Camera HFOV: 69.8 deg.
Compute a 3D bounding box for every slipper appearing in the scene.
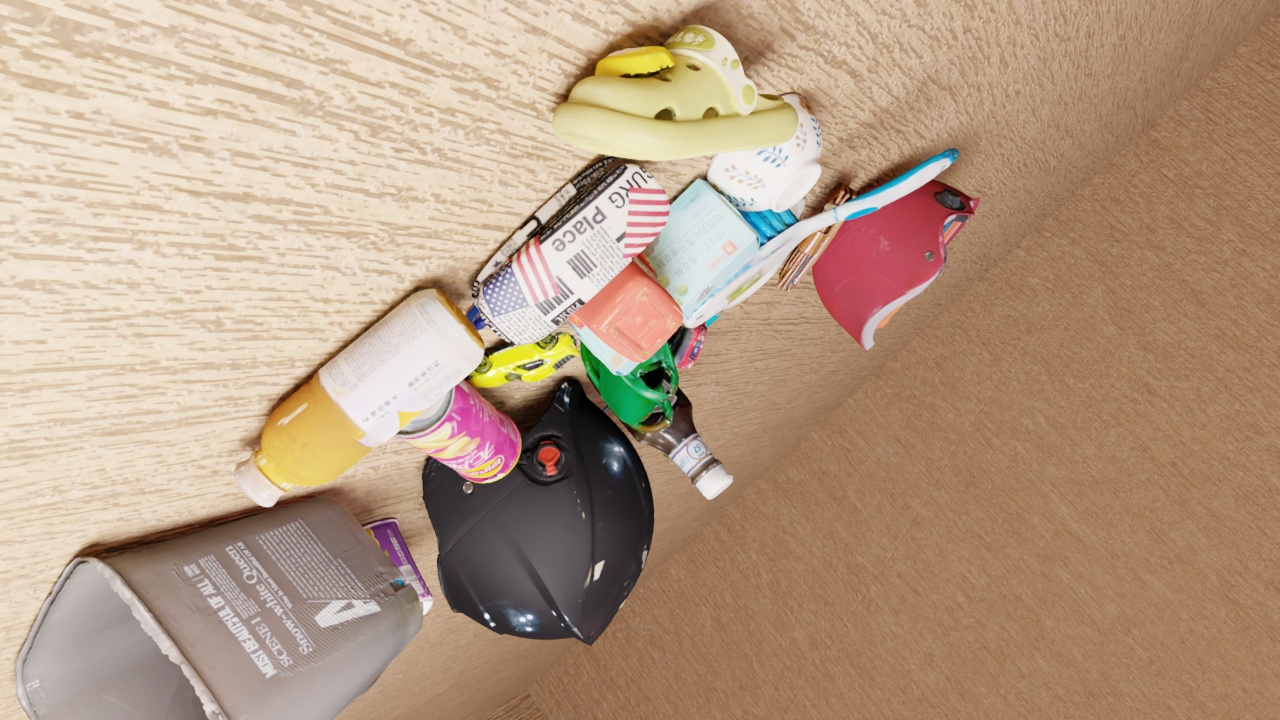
[{"bbox_3d":[0.027,-0.175,0.598,0.190,0.092,0.082,-13,110,-39],"label":"slipper"}]

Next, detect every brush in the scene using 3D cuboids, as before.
[{"bbox_3d":[0.152,-0.137,0.889,0.314,0.109,0.060,-39,161,-1],"label":"brush"}]

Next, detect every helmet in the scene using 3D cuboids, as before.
[{"bbox_3d":[-0.095,0.164,0.975,0.274,0.230,0.234,-57,169,-13],"label":"helmet"},{"bbox_3d":[0.309,-0.148,1.156,0.239,0.144,0.207,-46,170,-32],"label":"helmet"}]

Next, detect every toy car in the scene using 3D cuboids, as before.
[{"bbox_3d":[0.044,-0.029,0.953,0.120,0.045,0.053,-108,-140,-68],"label":"toy car"},{"bbox_3d":[-0.104,0.004,0.798,0.105,0.032,0.048,-18,168,4],"label":"toy car"}]

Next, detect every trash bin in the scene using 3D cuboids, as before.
[{"bbox_3d":[-0.313,0.229,0.722,0.199,0.199,0.219,-48,168,28],"label":"trash bin"}]

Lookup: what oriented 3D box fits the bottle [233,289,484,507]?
[{"bbox_3d":[-0.197,0.029,0.640,0.189,0.068,0.068,-39,164,-1],"label":"bottle"}]

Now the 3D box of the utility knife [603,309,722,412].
[{"bbox_3d":[0.024,0.002,1.144,0.222,0.013,0.029,-42,161,21],"label":"utility knife"}]

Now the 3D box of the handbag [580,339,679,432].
[{"bbox_3d":[-0.005,0.005,0.906,0.068,0.120,0.131,-29,163,-16],"label":"handbag"}]

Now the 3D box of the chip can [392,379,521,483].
[{"bbox_3d":[-0.160,0.053,0.778,0.071,0.071,0.210,-38,163,-5],"label":"chip can"}]

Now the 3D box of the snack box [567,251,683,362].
[{"bbox_3d":[-0.018,-0.048,0.732,0.082,0.080,0.091,-46,141,6],"label":"snack box"}]

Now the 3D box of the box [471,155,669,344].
[{"bbox_3d":[-0.049,-0.077,0.664,0.163,0.081,0.075,-39,148,5],"label":"box"}]

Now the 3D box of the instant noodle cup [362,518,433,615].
[{"bbox_3d":[-0.278,0.238,0.964,0.111,0.099,0.112,-35,164,-12],"label":"instant noodle cup"}]

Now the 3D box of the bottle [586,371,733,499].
[{"bbox_3d":[0.025,0.064,0.988,0.079,0.195,0.044,-26,159,-39],"label":"bottle"}]

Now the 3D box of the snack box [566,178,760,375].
[{"bbox_3d":[0.019,-0.072,0.811,0.175,0.074,0.051,-44,169,5],"label":"snack box"}]

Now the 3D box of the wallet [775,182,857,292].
[{"bbox_3d":[0.201,-0.138,1.045,0.131,0.035,0.118,-57,175,19],"label":"wallet"}]

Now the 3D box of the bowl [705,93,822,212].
[{"bbox_3d":[0.120,-0.173,0.813,0.113,0.062,0.114,-37,162,-14],"label":"bowl"}]

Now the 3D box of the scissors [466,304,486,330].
[{"bbox_3d":[-0.076,-0.065,0.758,0.162,0.012,0.176,-27,158,-38],"label":"scissors"}]

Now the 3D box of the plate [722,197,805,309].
[{"bbox_3d":[0.118,-0.107,1.027,0.163,0.034,0.165,-22,155,-46],"label":"plate"}]
